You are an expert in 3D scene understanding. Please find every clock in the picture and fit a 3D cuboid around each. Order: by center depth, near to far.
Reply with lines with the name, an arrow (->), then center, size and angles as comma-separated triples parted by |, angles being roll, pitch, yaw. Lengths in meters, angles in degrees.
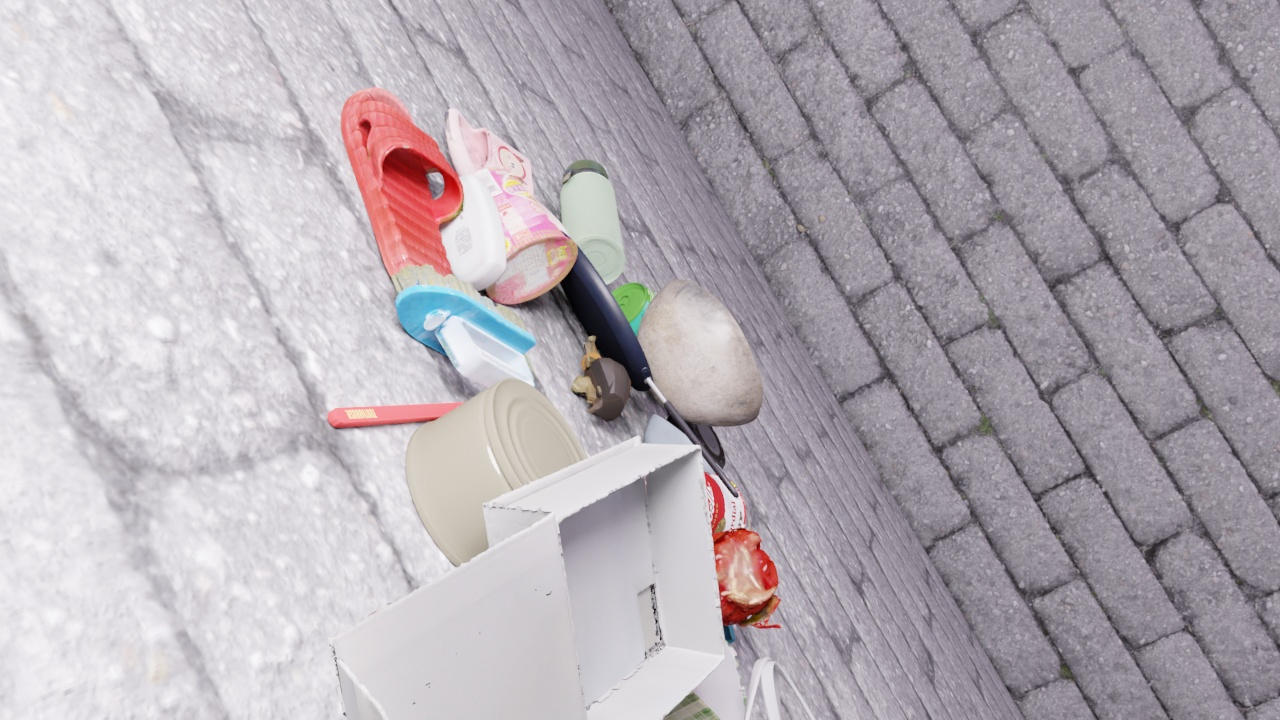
clock -> 0.062, 0.100, 1.130 | 0.123, 0.044, 0.091 | 48, 19, -34

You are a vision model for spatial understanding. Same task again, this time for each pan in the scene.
pan -> -0.006, 0.005, 0.955 | 0.356, 0.021, 0.199 | 53, -11, 27

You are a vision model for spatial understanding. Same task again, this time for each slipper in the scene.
slipper -> -0.196, -0.155, 0.796 | 0.103, 0.059, 0.248 | 36, 29, -54
slipper -> -0.142, -0.188, 1.023 | 0.221, 0.056, 0.106 | 46, 22, -40

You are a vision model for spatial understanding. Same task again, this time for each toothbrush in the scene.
toothbrush -> -0.150, 0.035, 0.660 | 0.012, 0.018, 0.212 | 62, 16, 10

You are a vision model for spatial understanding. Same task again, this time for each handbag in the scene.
handbag -> 0.122, 0.344, 0.704 | 0.215, 0.096, 0.222 | 20, 57, -66

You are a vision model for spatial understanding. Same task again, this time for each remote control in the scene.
remote control -> -0.156, -0.117, 0.841 | 0.028, 0.060, 0.114 | 28, 35, -56

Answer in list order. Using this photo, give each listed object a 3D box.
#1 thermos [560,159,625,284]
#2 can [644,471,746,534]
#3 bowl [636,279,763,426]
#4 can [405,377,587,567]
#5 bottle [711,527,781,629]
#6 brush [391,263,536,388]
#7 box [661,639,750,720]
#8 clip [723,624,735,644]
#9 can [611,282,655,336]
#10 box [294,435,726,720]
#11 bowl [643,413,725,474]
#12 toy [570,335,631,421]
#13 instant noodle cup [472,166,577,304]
thermos -> -0.069, -0.191, 1.208 | 0.082, 0.082, 0.231 | 48, 20, -33
can -> 0.046, 0.149, 0.916 | 0.116, 0.087, 0.086 | 28, 34, -60
bowl -> 0.048, 0.005, 1.010 | 0.178, 0.081, 0.179 | 46, -28, 33
can -> -0.093, 0.083, 0.643 | 0.128, 0.073, 0.127 | 52, 18, -24
bottle -> 0.083, 0.205, 0.842 | 0.099, 0.111, 0.098 | 13, 56, -20
brush -> -0.140, -0.021, 0.724 | 0.136, 0.055, 0.075 | 35, 23, -53
box -> 0.016, 0.234, 0.746 | 0.205, 0.051, 0.117 | 51, 15, -28
clip -> 0.066, 0.227, 0.952 | 0.102, 0.027, 0.119 | 58, 16, -12
can -> 0.015, -0.024, 1.143 | 0.144, 0.083, 0.083 | 47, 20, -35
box -> -0.054, 0.164, 0.499 | 0.367, 0.099, 0.166 | -22, 106, -60
bowl -> 0.042, 0.108, 1.020 | 0.106, 0.039, 0.106 | 40, -8, 7
toy -> -0.044, 0.014, 0.950 | 0.076, 0.062, 0.100 | 97, -21, -48
instant noodle cup -> -0.129, -0.127, 0.897 | 0.108, 0.098, 0.097 | 58, 15, 22
